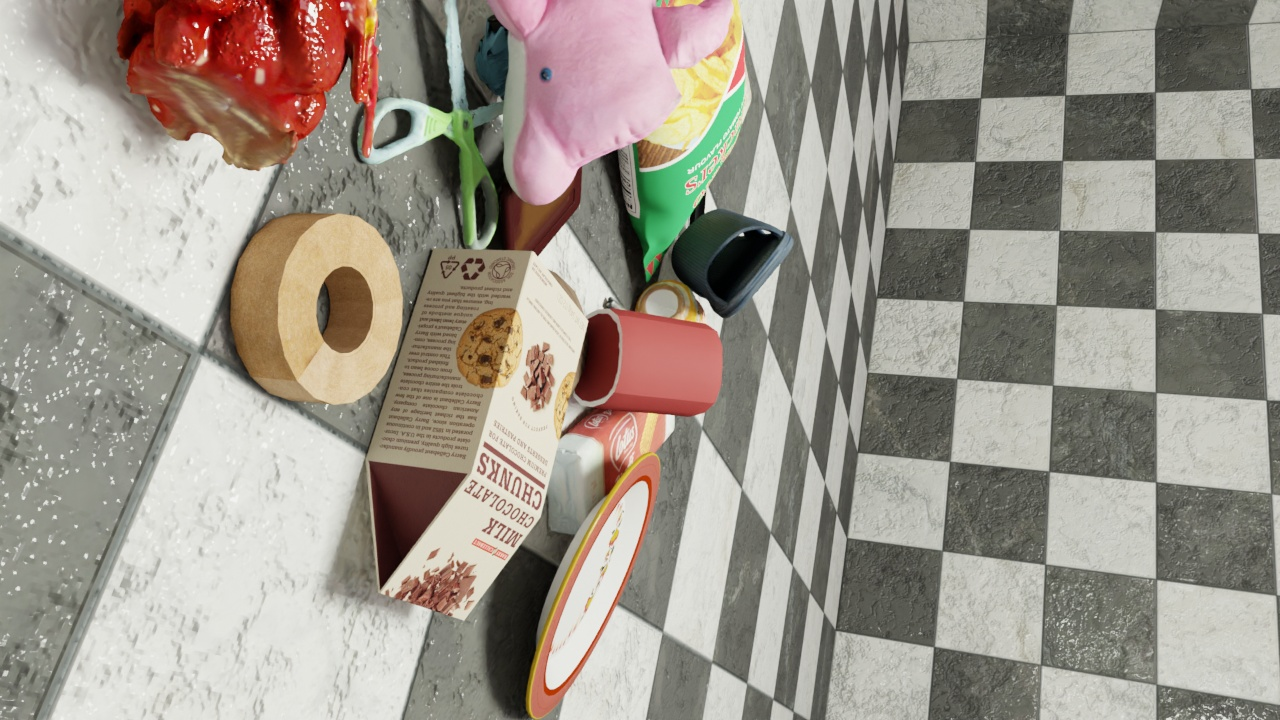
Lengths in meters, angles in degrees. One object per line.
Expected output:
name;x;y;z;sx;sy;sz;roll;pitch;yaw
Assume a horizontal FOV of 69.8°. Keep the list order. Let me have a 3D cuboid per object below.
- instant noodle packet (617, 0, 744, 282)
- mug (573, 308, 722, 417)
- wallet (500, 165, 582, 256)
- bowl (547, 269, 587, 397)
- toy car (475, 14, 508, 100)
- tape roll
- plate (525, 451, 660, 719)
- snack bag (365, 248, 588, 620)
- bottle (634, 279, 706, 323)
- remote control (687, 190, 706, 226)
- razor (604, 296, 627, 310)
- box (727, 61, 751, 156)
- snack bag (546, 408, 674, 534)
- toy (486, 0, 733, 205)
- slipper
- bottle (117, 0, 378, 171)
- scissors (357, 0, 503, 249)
instant noodle packet;0.038;-0.225;0.832;0.253;0.090;0.195;84;30;-49
mug;-0.005;0.005;0.767;0.096;0.117;0.080;7;81;-31
wallet;-0.070;-0.116;0.655;0.092;0.018;0.115;97;14;-47
bowl;-0.067;-0.012;0.696;0.117;0.030;0.118;5;90;-69
toy car;-0.076;-0.219;0.623;0.107;0.027;0.060;-51;148;-36
tape roll;-0.157;-0.026;0.456;0.094;0.027;0.094;5;90;-69
plate;-0.041;0.178;0.752;0.229;0.021;0.230;-59;163;-31
snack bag;-0.102;0.046;0.557;0.094;0.070;0.206;53;46;-60
bottle;0.036;-0.035;0.919;0.108;0.063;0.063;47;51;-63
remote control;0.063;-0.182;0.993;0.028;0.012;0.124;-33;131;-59
razor;0.006;-0.025;0.848;0.106;0.043;0.026;38;34;-31
box;0.070;-0.325;0.975;0.206;0.050;0.117;69;31;-47
snack bag;-0.021;0.071;0.823;0.224;0.041;0.077;-43;135;-63
toy;-0.010;-0.219;0.567;0.186;0.128;0.265;27;75;-66
slipper;0.078;-0.111;0.927;0.101;0.082;0.263;-47;-170;2
bottle;-0.146;-0.137;0.363;0.099;0.099;0.111;60;33;-56
scissors;-0.109;-0.143;0.557;0.171;0.021;0.172;-39;135;-47
